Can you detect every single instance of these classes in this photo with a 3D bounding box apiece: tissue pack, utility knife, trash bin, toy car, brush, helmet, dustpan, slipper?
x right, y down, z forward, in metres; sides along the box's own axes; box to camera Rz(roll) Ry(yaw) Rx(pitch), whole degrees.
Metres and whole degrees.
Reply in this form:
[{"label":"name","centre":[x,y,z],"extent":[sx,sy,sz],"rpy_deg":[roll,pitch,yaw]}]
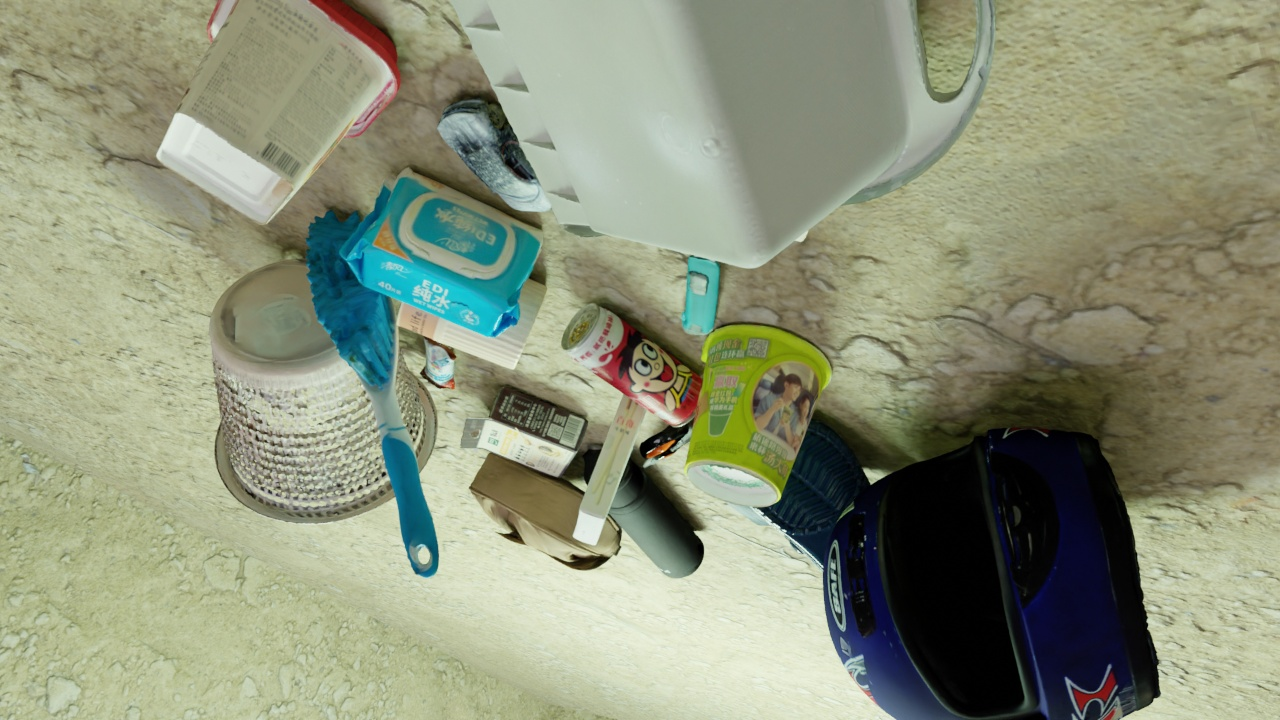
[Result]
[{"label":"tissue pack","centre":[-0.148,-0.084,0.709],"extent":[0.140,0.089,0.063],"rpy_deg":[24,145,-8]},{"label":"utility knife","centre":[0.044,-0.058,0.679],"extent":[0.029,0.013,0.219],"rpy_deg":[17,162,7]},{"label":"trash bin","centre":[-0.322,0.017,0.903],"extent":[0.227,0.226,0.193],"rpy_deg":[16,139,8]},{"label":"toy car","centre":[-0.096,-0.139,0.642],"extent":[0.049,0.031,0.105],"rpy_deg":[-5,144,41]},{"label":"brush","centre":[-0.216,0.019,0.753],"extent":[0.060,0.314,0.110],"rpy_deg":[-18,147,-5]},{"label":"helmet","centre":[0.268,0.187,0.746],"extent":[0.241,0.246,0.315],"rpy_deg":[-14,147,20]},{"label":"dustpan","centre":[0.036,-0.164,0.486],"extent":[0.258,0.142,0.223],"rpy_deg":[31,154,47]},{"label":"slipper","centre":[0.170,0.131,0.894],"extent":[0.253,0.105,0.095],"rpy_deg":[45,-179,-22]}]

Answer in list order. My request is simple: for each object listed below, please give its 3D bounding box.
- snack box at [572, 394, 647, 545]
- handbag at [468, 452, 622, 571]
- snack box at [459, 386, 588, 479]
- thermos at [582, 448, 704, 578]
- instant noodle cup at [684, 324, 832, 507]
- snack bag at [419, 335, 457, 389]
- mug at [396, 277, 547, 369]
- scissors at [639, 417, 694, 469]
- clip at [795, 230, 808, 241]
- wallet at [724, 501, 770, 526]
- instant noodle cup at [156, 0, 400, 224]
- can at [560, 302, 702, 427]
[{"label":"snack box","centre":[-0.024,0.090,0.871],"extent":[0.027,0.156,0.085],"rpy_deg":[19,152,2]},{"label":"handbag","centre":[-0.123,0.193,1.156],"extent":[0.205,0.099,0.147],"rpy_deg":[18,162,47]},{"label":"snack box","centre":[-0.134,0.084,1.044],"extent":[0.125,0.053,0.113],"rpy_deg":[23,153,-5]},{"label":"thermos","centre":[0.002,0.184,1.138],"extent":[0.090,0.068,0.242],"rpy_deg":[40,168,43]},{"label":"instant noodle cup","centre":[0.090,0.051,0.759],"extent":[0.112,0.123,0.112],"rpy_deg":[16,153,8]},{"label":"snack bag","centre":[-0.213,0.001,0.975],"extent":[0.045,0.026,0.105],"rpy_deg":[39,153,7]},{"label":"mug","centre":[-0.144,-0.048,0.798],"extent":[0.106,0.081,0.114],"rpy_deg":[23,179,-8]},{"label":"scissors","centre":[0.013,0.094,0.954],"extent":[0.138,0.021,0.236],"rpy_deg":[-17,167,-36]},{"label":"clip","centre":[0.063,-0.110,0.576],"extent":[0.100,0.074,0.035],"rpy_deg":[20,153,3]},{"label":"wallet","centre":[0.138,0.160,1.043],"extent":[0.097,0.019,0.121],"rpy_deg":[-8,143,45]},{"label":"instant noodle cup","centre":[-0.235,-0.165,0.585],"extent":[0.116,0.124,0.117],"rpy_deg":[35,149,-25]},{"label":"can","centre":[-0.005,0.005,0.815],"extent":[0.132,0.053,0.053],"rpy_deg":[36,149,-27]}]
